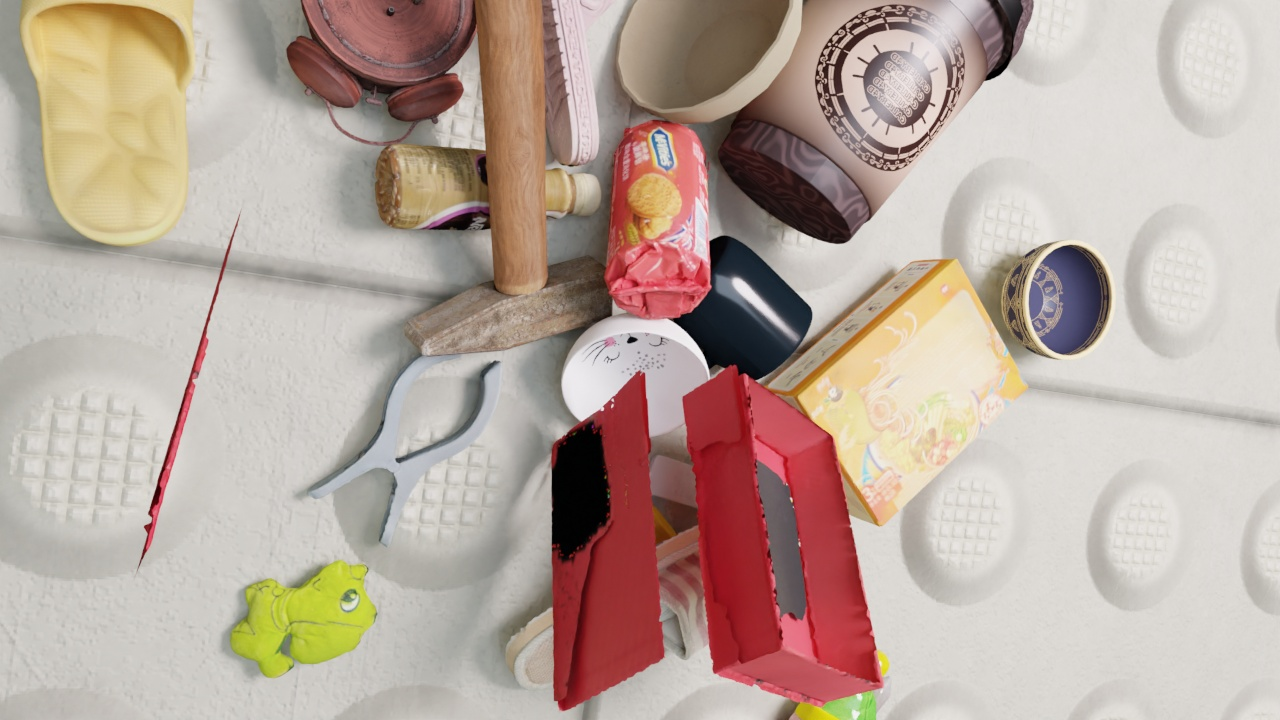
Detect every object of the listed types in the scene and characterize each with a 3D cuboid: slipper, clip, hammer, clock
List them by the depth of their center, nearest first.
[{"bbox_3d":[-0.334,-0.205,0.576,0.099,0.078,0.263,-2,95,-20],"label":"slipper"},{"bbox_3d":[-0.091,-0.145,0.615,0.157,0.037,0.301,-19,128,-29],"label":"hammer"},{"bbox_3d":[-0.179,-0.230,0.638,0.120,0.072,0.157,8,90,-22],"label":"clock"},{"bbox_3d":[-0.048,-0.267,0.677,0.064,0.094,0.239,-11,100,-17],"label":"slipper"},{"bbox_3d":[-0.181,0.044,0.681,0.112,0.028,0.162,38,79,-18],"label":"clip"},{"bbox_3d":[0.021,0.201,0.740,0.262,0.052,0.115,-22,135,-16],"label":"slipper"},{"bbox_3d":[-0.025,0.144,0.741,0.056,0.056,0.102,-32,107,16],"label":"clip"}]

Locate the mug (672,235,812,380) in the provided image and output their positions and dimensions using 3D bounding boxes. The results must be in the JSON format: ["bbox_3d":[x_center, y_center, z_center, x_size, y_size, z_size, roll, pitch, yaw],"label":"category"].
[{"bbox_3d":[0.064,-0.032,0.751,0.094,0.085,0.122,41,108,-18],"label":"mug"}]

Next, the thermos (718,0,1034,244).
[{"bbox_3d":[0.179,-0.222,0.738,0.172,0.173,0.226,37,86,-20],"label":"thermos"}]

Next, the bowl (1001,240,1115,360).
[{"bbox_3d":[0.390,-0.058,0.883,0.112,0.061,0.112,-1,94,-22],"label":"bowl"}]

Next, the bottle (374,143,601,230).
[{"bbox_3d":[-0.108,-0.126,0.683,0.165,0.060,0.059,-4,95,-30],"label":"bottle"}]

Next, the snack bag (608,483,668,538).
[{"bbox_3d":[0.011,0.142,0.765,0.026,0.020,0.099,-35,107,11],"label":"snack bag"}]

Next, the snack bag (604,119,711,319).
[{"bbox_3d":[0.016,-0.107,0.694,0.082,0.083,0.176,22,47,-22],"label":"snack bag"}]

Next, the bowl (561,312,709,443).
[{"bbox_3d":[-0.004,0.004,0.719,0.114,0.050,0.115,-1,133,-1],"label":"bowl"}]

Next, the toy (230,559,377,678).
[{"bbox_3d":[-0.241,0.185,0.663,0.093,0.036,0.094,22,84,-14],"label":"toy"}]

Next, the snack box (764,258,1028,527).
[{"bbox_3d":[0.223,0.025,0.811,0.195,0.081,0.145,-39,106,-14],"label":"snack box"}]

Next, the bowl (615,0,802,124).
[{"bbox_3d":[0.058,-0.246,0.705,0.050,0.152,0.152,29,82,-52],"label":"bowl"}]

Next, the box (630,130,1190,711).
[{"bbox_3d":[0.155,0.067,0.584,0.197,0.352,0.216,29,42,-36],"label":"box"}]

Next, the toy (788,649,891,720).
[{"bbox_3d":[0.186,0.326,0.817,0.124,0.097,0.131,22,66,-28],"label":"toy"}]
